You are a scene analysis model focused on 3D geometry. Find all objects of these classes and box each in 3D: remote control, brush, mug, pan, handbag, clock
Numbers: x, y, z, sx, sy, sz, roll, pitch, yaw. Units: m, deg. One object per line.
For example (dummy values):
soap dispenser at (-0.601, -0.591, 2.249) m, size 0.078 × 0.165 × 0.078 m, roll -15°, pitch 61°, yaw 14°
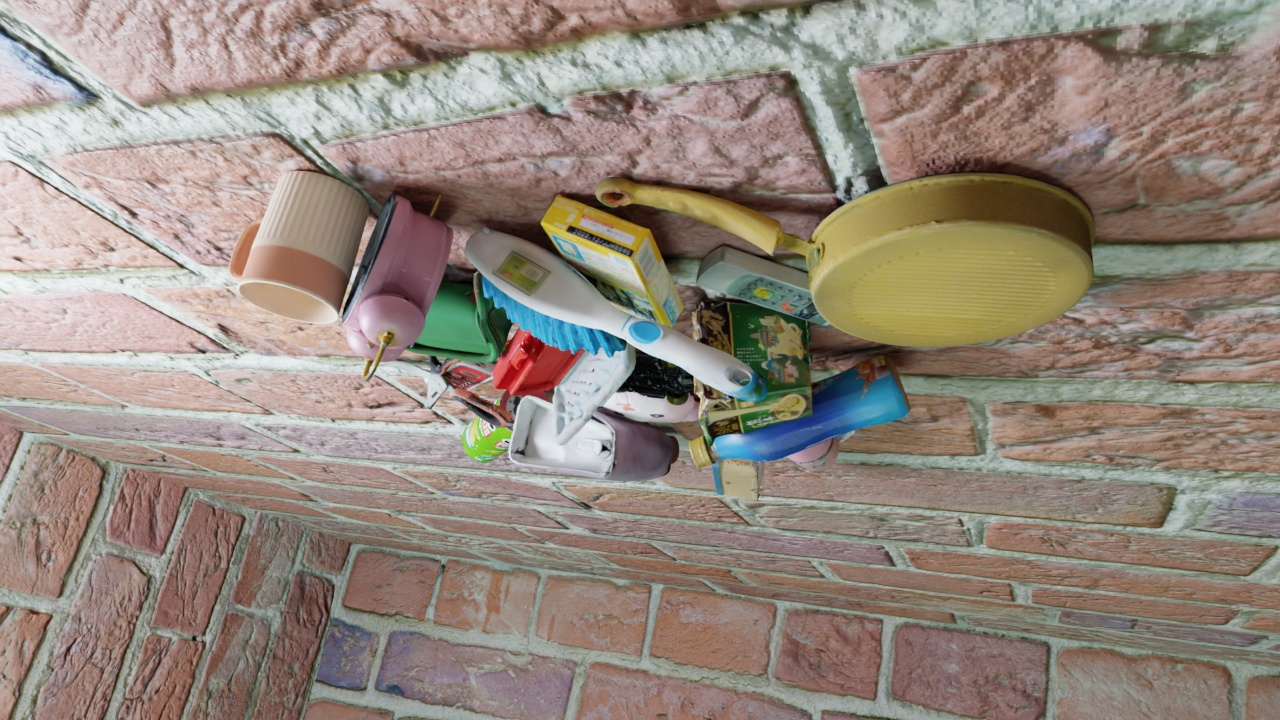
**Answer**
remote control at (0.116, -0.062, 0.784) m, size 0.135 × 0.019 × 0.056 m, roll 16°, pitch 160°, yaw -15°
brush at (-0.027, -0.029, 0.737) m, size 0.315 × 0.060 × 0.109 m, roll 31°, pitch 165°, yaw 24°
remote control at (-0.233, 0.019, 1.185) m, size 0.055 × 0.020 × 0.136 m, roll 21°, pitch 157°, yaw -28°
mug at (-0.297, -0.096, 0.784) m, size 0.115 × 0.105 × 0.081 m, roll 3°, pitch 158°, yaw 23°
pan at (0.142, -0.086, 0.671) m, size 0.357 × 0.078 × 0.198 m, roll 4°, pitch 157°, yaw 1°
handbag at (-0.054, 0.103, 1.162) m, size 0.145 × 0.098 × 0.197 m, roll 13°, pitch 177°, yaw 24°
clock at (-0.206, -0.058, 0.764) m, size 0.059 × 0.158 × 0.117 m, roll 22°, pitch 159°, yaw -22°
handbag at (-0.194, -0.055, 0.913) m, size 0.131 × 0.067 × 0.120 m, roll 10°, pitch 153°, yaw 6°

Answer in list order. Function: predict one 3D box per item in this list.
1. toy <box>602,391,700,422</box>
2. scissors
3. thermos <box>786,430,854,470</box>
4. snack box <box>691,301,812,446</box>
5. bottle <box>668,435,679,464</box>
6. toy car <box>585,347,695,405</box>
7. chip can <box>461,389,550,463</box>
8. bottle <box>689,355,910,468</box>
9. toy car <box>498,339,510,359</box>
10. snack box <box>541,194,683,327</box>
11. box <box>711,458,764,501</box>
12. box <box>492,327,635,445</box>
toy at (0.015, 0.048, 1.092) m, size 0.121 × 0.054 × 0.159 m, roll 1°, pitch 165°, yaw 30°
scissors at (-0.244, 0.024, 1.152) m, size 0.223 × 0.015 × 0.189 m, roll 21°, pitch 146°, yaw 25°
thermos at (0.184, 0.068, 1.046) m, size 0.087 × 0.067 × 0.198 m, roll -28°, pitch 146°, yaw 16°
snack box at (0.108, 0.009, 0.864) m, size 0.106 × 0.118 × 0.117 m, roll -3°, pitch 157°, yaw 10°
bottle at (-0.029, 0.126, 1.311) m, size 0.175 × 0.057 × 0.057 m, roll -2°, pitch 156°, yaw 31°
toy car at (-0.006, 0.006, 0.985) m, size 0.158 × 0.042 × 0.070 m, roll 6°, pitch 135°, yaw 15°
chip can at (-0.192, 0.092, 1.286) m, size 0.072 × 0.072 × 0.237 m, roll 18°, pitch 159°, yaw -18°
bottle at (0.154, 0.059, 0.914) m, size 0.219 × 0.065 × 0.065 m, roll -21°, pitch 151°, yaw 13°
toy car at (-0.111, 0.000, 1.052) m, size 0.106 × 0.031 × 0.049 m, roll 13°, pitch 161°, yaw 4°
snack box at (-0.020, -0.077, 0.760) m, size 0.087 × 0.033 × 0.140 m, roll 24°, pitch 164°, yaw 23°
box at (0.127, 0.117, 1.164) m, size 0.062 × 0.089 × 0.184 m, roll 8°, pitch 157°, yaw 12°
box at (-0.074, 0.012, 0.910) m, size 0.095 × 0.101 × 0.202 m, roll -5°, pitch 156°, yaw -28°
